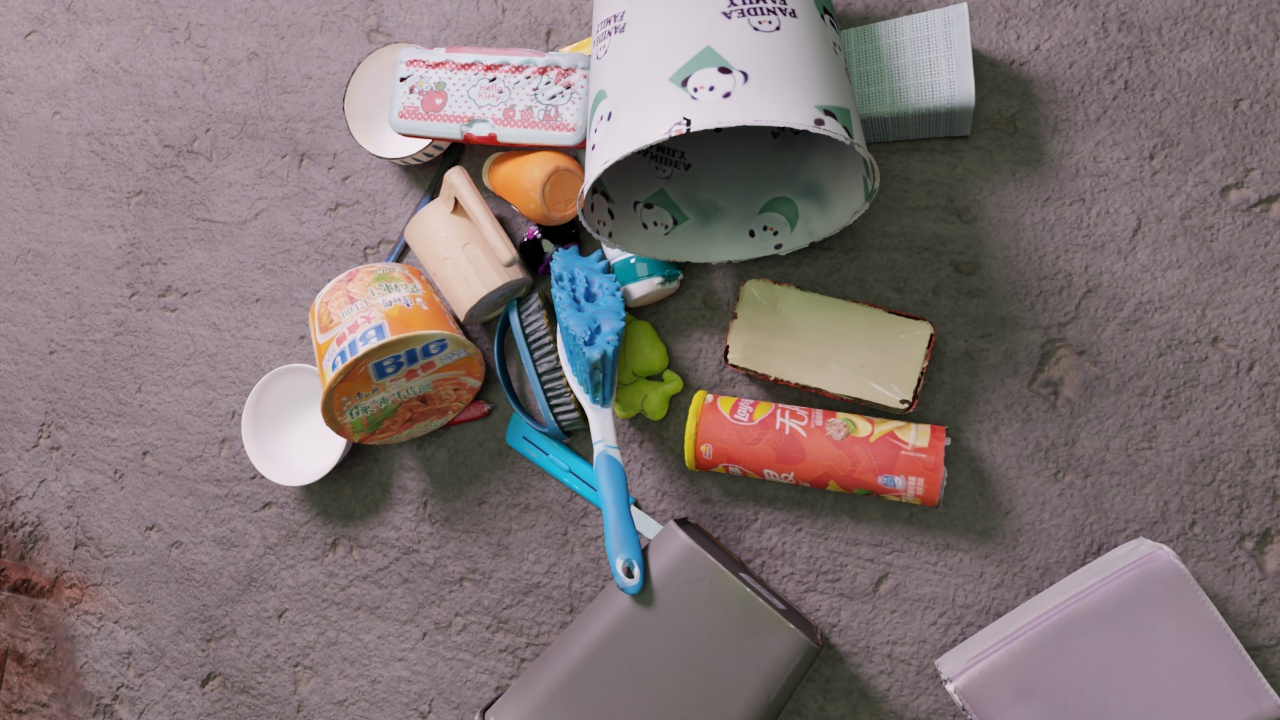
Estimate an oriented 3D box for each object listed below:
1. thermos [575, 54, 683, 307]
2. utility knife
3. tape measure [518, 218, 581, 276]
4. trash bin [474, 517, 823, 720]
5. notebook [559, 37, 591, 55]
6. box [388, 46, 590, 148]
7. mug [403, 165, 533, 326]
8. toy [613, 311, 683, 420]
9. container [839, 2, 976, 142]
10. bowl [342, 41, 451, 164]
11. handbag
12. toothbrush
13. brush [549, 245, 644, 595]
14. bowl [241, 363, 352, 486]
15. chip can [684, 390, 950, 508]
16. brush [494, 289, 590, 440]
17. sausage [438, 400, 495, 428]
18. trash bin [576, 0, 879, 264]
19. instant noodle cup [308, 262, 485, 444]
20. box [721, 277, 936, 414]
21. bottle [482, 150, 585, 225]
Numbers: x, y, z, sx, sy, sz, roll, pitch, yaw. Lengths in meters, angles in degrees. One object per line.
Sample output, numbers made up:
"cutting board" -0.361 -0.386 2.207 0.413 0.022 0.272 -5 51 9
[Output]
"thermos" -0.019 -0.161 0.843 0.073 0.073 0.224 -16 88 13
"utility knife" -0.052 0.111 0.864 0.186 0.018 0.034 34 94 13
"tape measure" -0.086 -0.110 0.868 0.058 0.057 0.039 -35 79 -8
"trash bin" 0.023 0.262 0.751 0.198 0.199 0.219 40 89 13
"notebook" 0.035 -0.268 0.873 0.206 0.010 0.146 -17 83 13
"box" -0.133 -0.235 0.817 0.201 0.047 0.087 8 96 20
"mug" -0.155 -0.105 0.857 0.084 0.125 0.103 -28 78 -30
"toy" -0.005 0.005 0.852 0.097 0.031 0.100 2 88 22
"container" 0.223 -0.238 0.784 0.112 0.090 0.090 -5 84 17
"bowl" -0.226 -0.248 0.911 0.116 0.066 0.116 -1 87 14
"handbag" 0.353 0.248 0.707 0.197 0.098 0.145 -34 77 8
"toothbrush" -0.229 -0.142 0.933 0.014 0.016 0.189 32 97 5
"brush" -0.032 0.033 0.757 0.060 0.110 0.314 -5 41 -10
"bowl" -0.325 0.065 0.913 0.118 0.064 0.118 -1 84 14
"chip can" 0.150 0.076 0.787 0.217 0.073 0.073 8 88 13
"brush" -0.098 0.008 0.863 0.073 0.055 0.143 -21 81 10
"sausage" -0.215 0.061 0.908 0.156 0.020 0.020 -14 82 13
"trash bin" 0.059 -0.237 0.739 0.230 0.229 0.251 -8 73 14
"instant noodle cup" -0.233 -0.011 0.852 0.151 0.151 0.111 -36 58 9
"box" 0.161 -0.015 0.788 0.168 0.077 0.091 15 90 14
"bottle" -0.108 -0.168 0.856 0.149 0.066 0.067 28 93 52
